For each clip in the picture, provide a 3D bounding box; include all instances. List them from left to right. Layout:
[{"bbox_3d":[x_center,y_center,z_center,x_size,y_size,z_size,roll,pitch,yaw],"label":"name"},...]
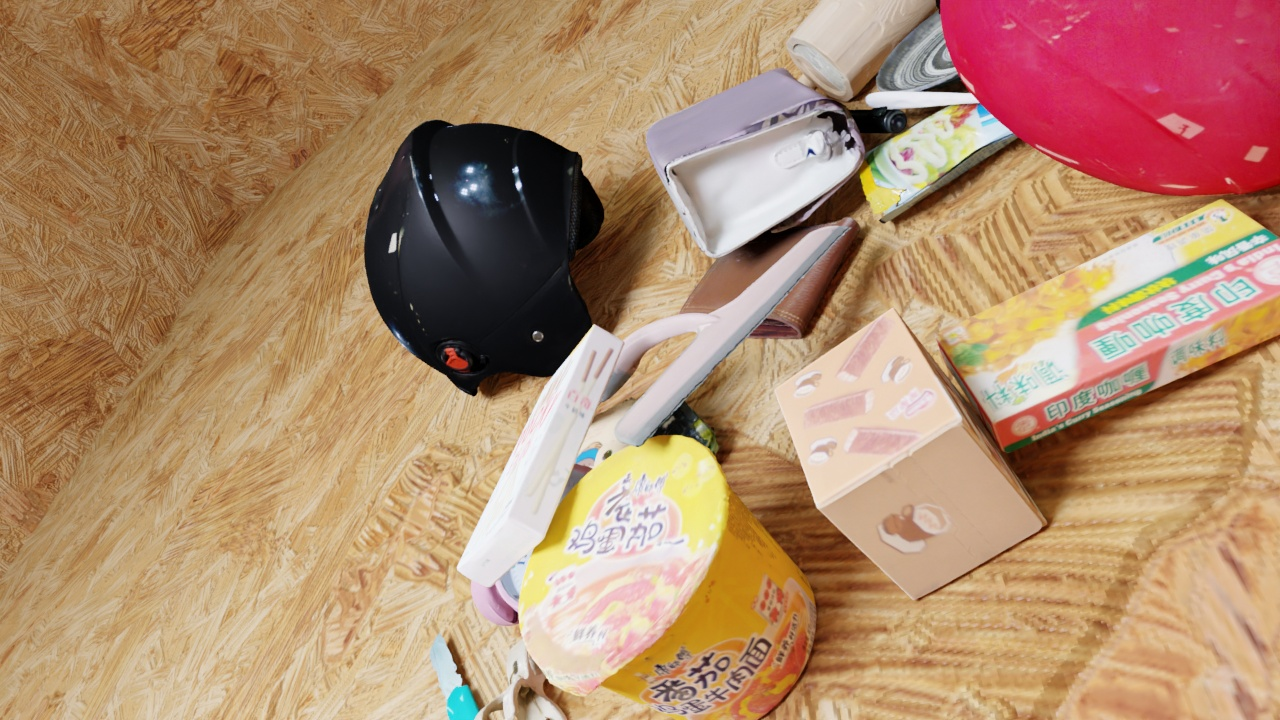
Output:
[{"bbox_3d":[-0.065,0.224,0.578,0.035,0.092,0.103,-43,-6,9],"label":"clip"}]

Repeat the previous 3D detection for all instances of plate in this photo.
[{"bbox_3d":[0.267,-0.255,0.705,0.180,0.024,0.179,-34,22,16],"label":"plate"}]

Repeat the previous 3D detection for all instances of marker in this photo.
[{"bbox_3d":[0.177,-0.189,0.725,0.020,0.022,0.132,-58,12,10],"label":"marker"}]

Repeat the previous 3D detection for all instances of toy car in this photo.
[{"bbox_3d":[0.026,0.051,0.650,0.043,0.036,0.091,-43,29,4],"label":"toy car"}]

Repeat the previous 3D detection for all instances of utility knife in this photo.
[{"bbox_3d":[-0.112,0.248,0.614,0.029,0.013,0.216,-50,32,-2],"label":"utility knife"}]

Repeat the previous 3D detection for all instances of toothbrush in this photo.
[{"bbox_3d":[0.209,-0.181,0.644,0.016,0.016,0.180,-46,25,-3],"label":"toothbrush"}]

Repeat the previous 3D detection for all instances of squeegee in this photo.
[{"bbox_3d":[-0.004,0.004,0.646,0.246,0.040,0.250,-44,7,-37],"label":"squeegee"}]

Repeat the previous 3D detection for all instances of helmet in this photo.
[{"bbox_3d":[-0.154,-0.100,0.891,0.276,0.230,0.233,-52,21,33],"label":"helmet"},{"bbox_3d":[0.253,-0.160,0.463,0.240,0.206,0.144,20,95,50],"label":"helmet"}]

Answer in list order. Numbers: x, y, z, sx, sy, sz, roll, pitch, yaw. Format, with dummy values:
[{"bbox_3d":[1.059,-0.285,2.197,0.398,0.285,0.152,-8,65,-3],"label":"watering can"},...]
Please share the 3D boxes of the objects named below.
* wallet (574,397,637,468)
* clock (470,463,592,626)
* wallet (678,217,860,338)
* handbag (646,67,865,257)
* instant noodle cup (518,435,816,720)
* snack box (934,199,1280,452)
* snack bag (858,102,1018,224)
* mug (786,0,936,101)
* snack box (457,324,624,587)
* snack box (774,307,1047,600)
[{"bbox_3d":[-0.033,0.086,0.700,0.087,0.024,0.115,-33,31,32],"label":"wallet"},{"bbox_3d":[-0.058,0.126,0.620,0.159,0.059,0.117,-8,58,41],"label":"clock"},{"bbox_3d":[0.099,-0.064,0.704,0.125,0.032,0.101,5,55,53],"label":"wallet"},{"bbox_3d":[0.088,-0.167,0.747,0.145,0.098,0.196,-30,21,8],"label":"handbag"},{"bbox_3d":[0.020,0.127,0.495,0.138,0.110,0.137,-32,33,23],"label":"instant noodle cup"},{"bbox_3d":[0.234,-0.018,0.451,0.156,0.027,0.077,-27,34,12],"label":"snack box"},{"bbox_3d":[0.244,-0.169,0.637,0.191,0.039,0.110,-30,22,26],"label":"snack bag"},{"bbox_3d":[0.190,-0.295,0.825,0.103,0.084,0.124,-48,5,1],"label":"mug"},{"bbox_3d":[-0.060,0.057,0.570,0.085,0.027,0.156,-47,16,47],"label":"snack box"},{"bbox_3d":[0.132,0.047,0.463,0.077,0.093,0.094,-36,32,17],"label":"snack box"}]
